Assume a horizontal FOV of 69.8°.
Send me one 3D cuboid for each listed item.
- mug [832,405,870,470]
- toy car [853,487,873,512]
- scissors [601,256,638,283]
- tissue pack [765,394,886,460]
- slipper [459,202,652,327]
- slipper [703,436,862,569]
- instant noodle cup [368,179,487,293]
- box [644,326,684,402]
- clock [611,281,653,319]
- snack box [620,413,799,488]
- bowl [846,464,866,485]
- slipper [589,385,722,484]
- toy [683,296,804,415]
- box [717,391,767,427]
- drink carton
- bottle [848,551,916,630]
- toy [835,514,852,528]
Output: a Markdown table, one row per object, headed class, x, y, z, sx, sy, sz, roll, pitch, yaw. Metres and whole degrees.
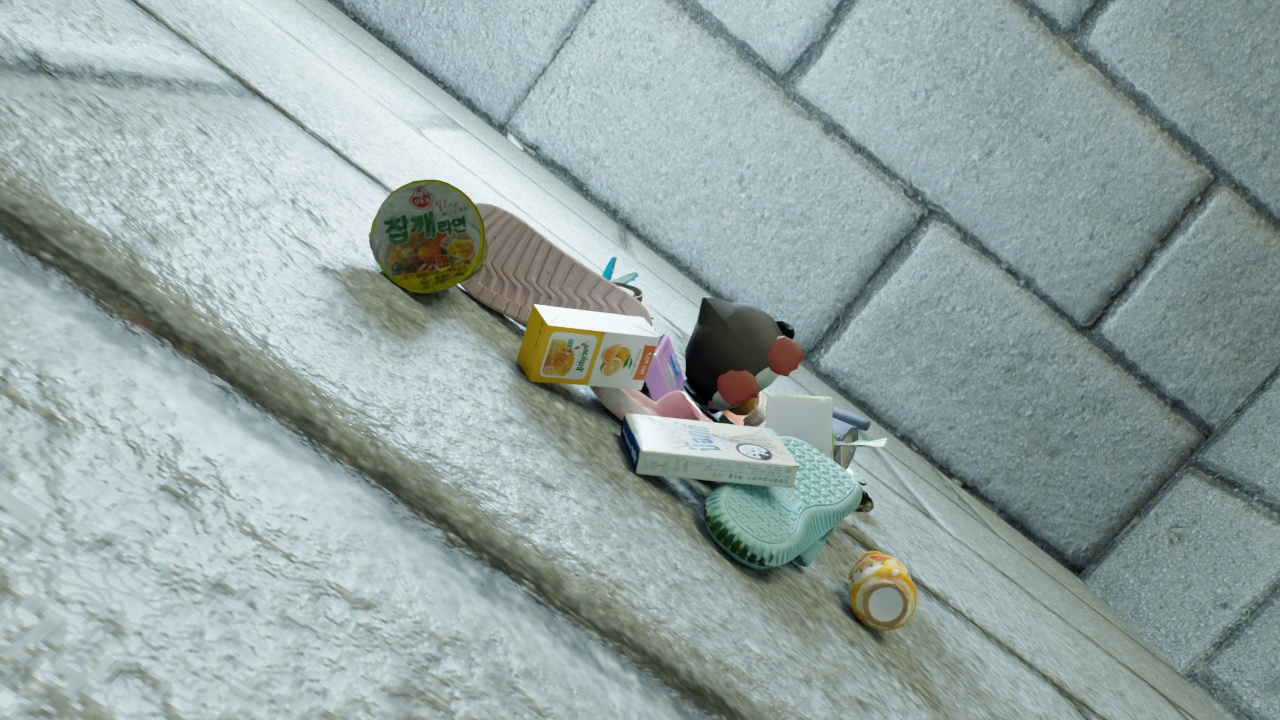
| class | x | y | z | sx | sy | sz | roll | pitch | yaw |
| --- | --- | --- | --- | --- | --- | --- | --- | --- | --- |
| mug | 0.250 | 0.101 | 1.286 | 0.104 | 0.084 | 0.123 | 22 | 40 | 32 |
| toy car | 0.268 | 0.185 | 1.277 | 0.113 | 0.040 | 0.048 | 21 | 10 | 3 |
| scissors | -0.059 | -0.098 | 1.208 | 0.113 | 0.141 | 0.013 | 26 | 51 | 4 |
| tissue pack | 0.227 | 0.096 | 1.127 | 0.141 | 0.120 | 0.197 | 2 | 5 | 10 |
| slipper | -0.096 | -0.073 | 0.956 | 0.239 | 0.094 | 0.064 | 32 | -2 | 4 |
| slipper | 0.131 | 0.144 | 0.886 | 0.116 | 0.070 | 0.275 | 43 | 26 | 16 |
| instant noodle cup | -0.185 | -0.109 | 0.846 | 0.102 | 0.102 | 0.108 | 38 | 1 | 0 |
| box | 0.002 | -0.005 | 1.127 | 0.140 | 0.062 | 0.214 | 35 | 10 | -1 |
| clock | -0.059 | -0.070 | 1.156 | 0.141 | 0.055 | 0.092 | 18 | 21 | 35 |
| snack box | 0.062 | 0.082 | 0.844 | 0.150 | 0.026 | 0.082 | 7 | 20 | -13 |
| bowl | 0.277 | 0.155 | 1.428 | 0.157 | 0.038 | 0.157 | 37 | 10 | -8 |
| slipper | 0.036 | 0.063 | 0.943 | 0.221 | 0.056 | 0.106 | 33 | 9 | -22 |
| toy | 0.111 | 0.002 | 1.202 | 0.140 | 0.159 | 0.184 | 54 | -15 | 12 |
| box | 0.154 | 0.069 | 1.339 | 0.076 | 0.055 | 0.187 | 7 | 6 | 7 |
| drink carton | -0.045 | -0.011 | 0.851 | 0.122 | 0.059 | 0.040 | 5 | 27 | -30 |
| bottle | 0.236 | 0.222 | 0.908 | 0.063 | 0.063 | 0.108 | 39 | 10 | 2 |
| toy | 0.216 | 0.175 | 1.119 | 0.076 | 0.037 | 0.125 | 29 | 7 | 1 |
